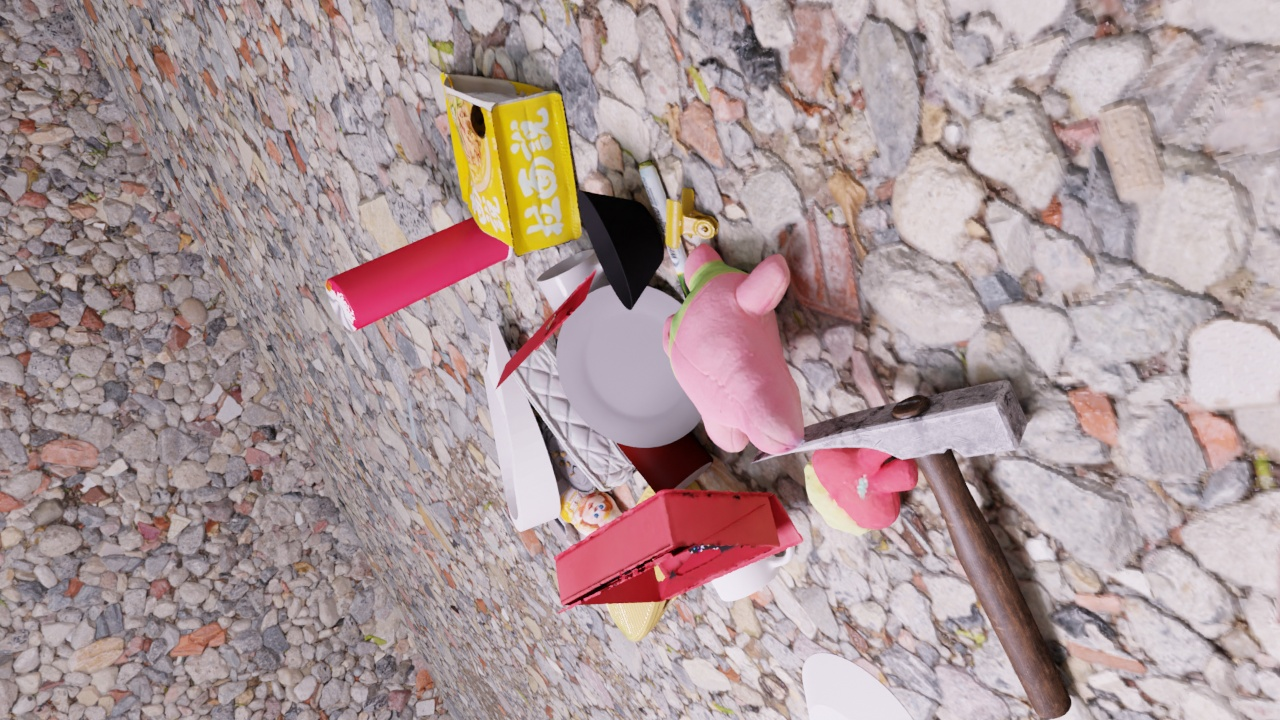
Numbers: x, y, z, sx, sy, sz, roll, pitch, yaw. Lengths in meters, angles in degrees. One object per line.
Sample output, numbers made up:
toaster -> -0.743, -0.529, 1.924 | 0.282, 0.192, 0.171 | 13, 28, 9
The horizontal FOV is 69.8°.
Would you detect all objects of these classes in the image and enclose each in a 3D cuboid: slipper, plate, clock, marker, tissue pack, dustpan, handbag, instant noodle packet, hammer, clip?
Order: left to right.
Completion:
instant noodle packet -> -0.165, -0.225, 1.018 | 0.222, 0.084, 0.163 | 32, 139, 48
dustpan -> -0.184, 0.104, 1.259 | 0.257, 0.053, 0.192 | 66, 161, 16
clock -> -0.092, 0.114, 1.217 | 0.148, 0.056, 0.104 | 45, 147, 19
tissue pack -> -0.098, 0.239, 1.330 | 0.181, 0.071, 0.104 | 53, 150, 18
handbag -> -0.072, 0.063, 1.108 | 0.195, 0.072, 0.139 | 53, 180, 10
plate -> -0.006, 0.006, 0.961 | 0.179, 0.012, 0.178 | 7, 109, 21
slipper -> 0.023, 0.237, 1.141 | 0.099, 0.078, 0.264 | 42, 129, 27
marker -> 0.029, -0.119, 0.873 | 0.017, 0.017, 0.146 | 3, 118, 55
clip -> 0.046, -0.127, 0.837 | 0.048, 0.046, 0.054 | -103, 10, -49
plate -> 0.235, 0.409, 1.012 | 0.174, 0.036, 0.174 | 36, 143, 34
hammer -> 0.242, 0.168, 0.746 | 0.218, 0.036, 0.300 | -17, 108, 41

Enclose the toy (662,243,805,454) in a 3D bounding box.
toy -> 0.084, 0.000, 0.781 | 0.236, 0.096, 0.192 | -118, 34, -53

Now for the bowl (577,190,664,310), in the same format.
bowl -> -0.011, -0.116, 0.885 | 0.124, 0.052, 0.124 | 155, 91, -82

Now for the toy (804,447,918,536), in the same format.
toy -> 0.191, 0.105, 0.801 | 0.091, 0.045, 0.135 | 47, 144, 12

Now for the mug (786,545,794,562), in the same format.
mug -> 0.111, 0.195, 0.985 | 0.111, 0.073, 0.090 | -28, 93, 34

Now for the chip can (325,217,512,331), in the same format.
chip can -> -0.264, -0.111, 1.110 | 0.069, 0.220, 0.069 | 37, 143, 34

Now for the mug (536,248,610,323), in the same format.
mug -> -0.046, -0.069, 0.990 | 0.107, 0.071, 0.089 | -17, 111, 31

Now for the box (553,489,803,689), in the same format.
box -> 0.094, 0.282, 0.897 | 0.374, 0.147, 0.214 | 53, 136, 1

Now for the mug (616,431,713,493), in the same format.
mug -> 0.028, 0.105, 1.028 | 0.082, 0.073, 0.106 | 51, 173, 14

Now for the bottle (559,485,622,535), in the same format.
bottle -> -0.058, 0.211, 1.245 | 0.108, 0.063, 0.063 | 29, 139, 29

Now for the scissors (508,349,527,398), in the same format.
scissors -> -0.164, 0.060, 1.274 | 0.175, 0.013, 0.170 | -150, 44, -66
